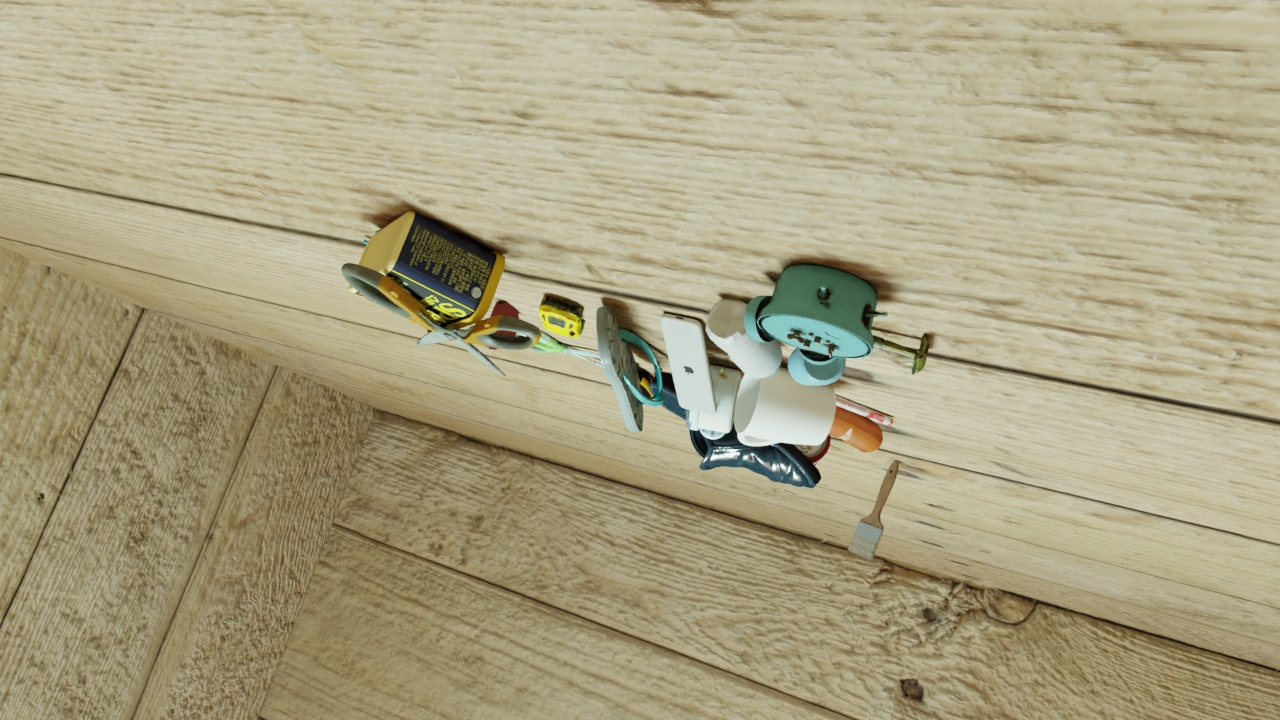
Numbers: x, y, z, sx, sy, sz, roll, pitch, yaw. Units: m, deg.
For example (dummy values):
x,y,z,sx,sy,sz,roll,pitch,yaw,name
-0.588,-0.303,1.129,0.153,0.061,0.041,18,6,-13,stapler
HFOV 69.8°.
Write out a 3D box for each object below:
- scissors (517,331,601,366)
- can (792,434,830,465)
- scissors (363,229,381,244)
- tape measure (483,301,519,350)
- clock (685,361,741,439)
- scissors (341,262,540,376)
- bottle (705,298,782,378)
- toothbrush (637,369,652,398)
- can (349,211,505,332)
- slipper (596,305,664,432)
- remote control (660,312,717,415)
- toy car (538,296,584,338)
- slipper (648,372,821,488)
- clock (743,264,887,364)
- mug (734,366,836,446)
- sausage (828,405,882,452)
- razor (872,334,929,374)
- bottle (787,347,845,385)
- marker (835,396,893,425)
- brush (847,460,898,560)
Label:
x,y,z,sx,sy,sz,roll,pitch,yaw,name
-0.110,-0.017,1.244,0.172,0.024,0.165,8,159,32,scissors
0.216,0.111,1.223,0.063,0.063,0.114,17,168,8,can
-0.239,-0.113,1.013,0.140,0.011,0.134,12,165,29,scissors
-0.172,-0.038,1.128,0.019,0.059,0.051,14,168,20,tape measure
0.086,0.047,1.085,0.057,0.083,0.118,10,166,10,clock
-0.182,-0.033,0.895,0.230,0.016,0.225,5,156,36,scissors
0.102,-0.015,0.860,0.044,0.044,0.136,12,167,28,bottle
-0.017,0.015,1.219,0.031,0.030,0.196,18,167,24,toothbrush
-0.217,-0.085,0.923,0.104,0.075,0.135,27,159,-29,can
-0.006,0.006,1.061,0.055,0.098,0.269,-8,156,6,slipper
0.052,0.006,0.972,0.045,0.008,0.147,13,142,24,remote control
-0.091,-0.045,1.051,0.049,0.030,0.107,17,170,3,toy car
0.104,0.112,1.191,0.266,0.083,0.109,29,161,27,slipper
0.133,-0.032,0.714,0.090,0.053,0.124,22,168,-16,clock
0.152,0.060,1.002,0.087,0.080,0.114,14,136,-9,mug
0.208,0.064,1.066,0.164,0.044,0.039,20,179,-10,sausage
0.189,-0.018,0.776,0.106,0.026,0.042,19,171,18,razor
0.157,0.003,0.831,0.040,0.040,0.130,17,179,4,bottle
0.224,0.047,1.042,0.142,0.012,0.013,20,168,-11,marker
0.335,0.208,1.290,0.008,0.143,0.045,26,175,-31,brush
